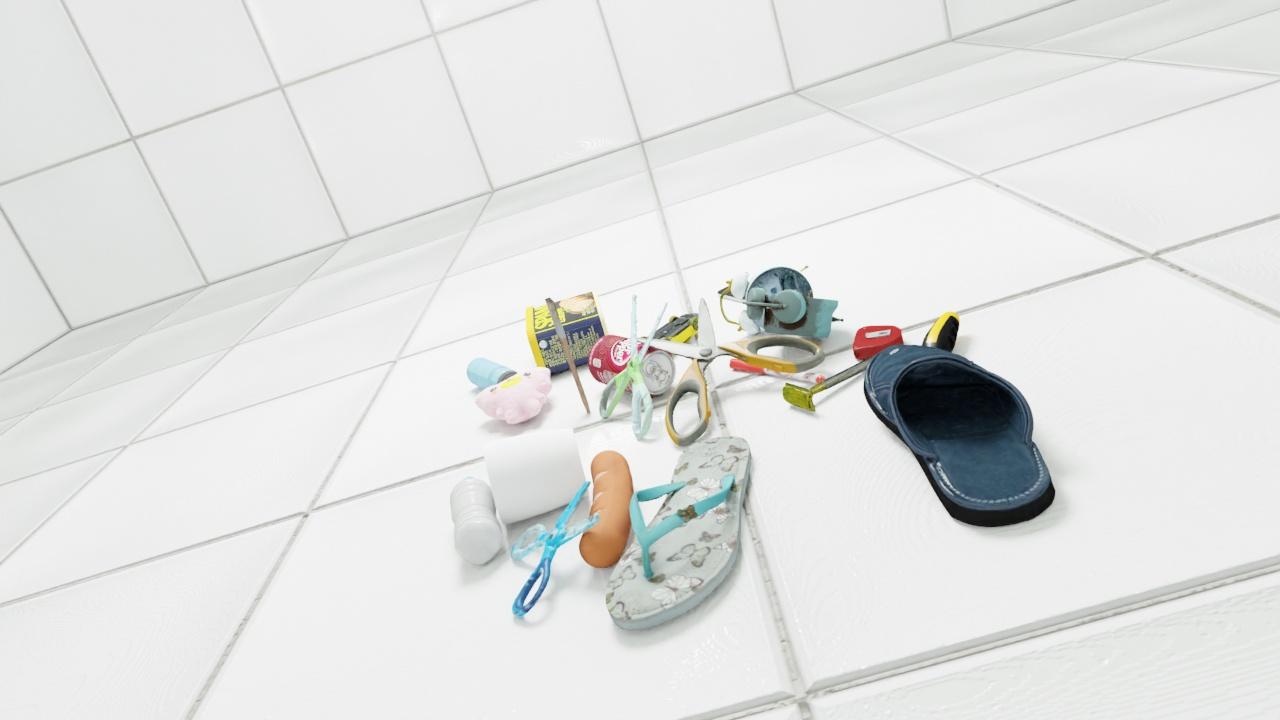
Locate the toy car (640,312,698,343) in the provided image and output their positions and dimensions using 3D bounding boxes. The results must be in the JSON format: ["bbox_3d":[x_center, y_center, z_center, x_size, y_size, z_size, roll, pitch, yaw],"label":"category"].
[{"bbox_3d":[0.041,-0.032,1.199,0.106,0.030,0.049,-35,25,-32],"label":"toy car"}]

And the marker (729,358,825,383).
[{"bbox_3d":[0.150,0.012,1.022,0.012,0.013,0.142,-31,24,-29],"label":"marker"}]

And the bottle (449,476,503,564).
[{"bbox_3d":[-0.163,0.150,0.900,0.044,0.044,0.136,-22,21,-7],"label":"bottle"}]

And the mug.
[{"bbox_3d":[-0.102,0.113,0.915,0.087,0.081,0.114,-15,-11,-6],"label":"mug"}]

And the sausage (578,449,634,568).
[{"bbox_3d":[-0.029,0.132,0.834,0.044,0.039,0.164,1,23,1],"label":"sausage"}]

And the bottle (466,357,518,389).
[{"bbox_3d":[-0.196,0.024,1.246,0.040,0.040,0.130,-29,23,-25],"label":"bottle"}]

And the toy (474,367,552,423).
[{"bbox_3d":[-0.154,0.048,1.138,0.102,0.050,0.093,-23,26,-3],"label":"toy"}]

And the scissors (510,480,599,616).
[{"bbox_3d":[-0.080,0.164,0.790,0.134,0.011,0.139,-31,26,39],"label":"scissors"}]

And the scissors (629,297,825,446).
[{"bbox_3d":[0.081,0.008,1.001,0.225,0.016,0.229,8,49,23],"label":"scissors"}]

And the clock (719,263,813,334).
[{"bbox_3d":[0.157,-0.077,1.139,0.118,0.083,0.057,-13,16,7],"label":"clock"}]

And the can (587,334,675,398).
[{"bbox_3d":[-0.011,0.006,1.101,0.063,0.063,0.114,-30,23,-26],"label":"can"}]

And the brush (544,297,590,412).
[{"bbox_3d":[-0.084,-0.004,1.077,0.008,0.143,0.045,-20,12,-8],"label":"brush"}]

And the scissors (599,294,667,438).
[{"bbox_3d":[-0.003,0.009,1.014,0.024,0.172,0.165,12,36,-23],"label":"scissors"}]

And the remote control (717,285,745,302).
[{"bbox_3d":[0.161,-0.092,1.275,0.045,0.008,0.147,-27,22,-20],"label":"remote control"}]

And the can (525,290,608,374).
[{"bbox_3d":[-0.099,-0.039,1.278,0.104,0.075,0.135,-17,21,-1],"label":"can"}]

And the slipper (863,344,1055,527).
[{"bbox_3d":[0.258,0.029,0.769,0.109,0.083,0.265,-15,25,5],"label":"slipper"}]

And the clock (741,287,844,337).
[{"bbox_3d":[0.171,-0.056,1.056,0.124,0.053,0.090,3,4,-35],"label":"clock"}]

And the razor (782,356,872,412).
[{"bbox_3d":[0.200,0.020,0.947,0.105,0.026,0.042,-24,19,-23],"label":"razor"}]

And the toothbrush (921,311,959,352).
[{"bbox_3d":[0.284,0.005,0.906,0.031,0.031,0.196,-6,29,38],"label":"toothbrush"}]

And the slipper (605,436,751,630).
[{"bbox_3d":[0.043,0.123,0.783,0.098,0.055,0.268,-6,23,24],"label":"slipper"}]

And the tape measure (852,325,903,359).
[{"bbox_3d":[0.261,-0.024,1.004,0.051,0.019,0.058,-9,23,25],"label":"tape measure"}]
